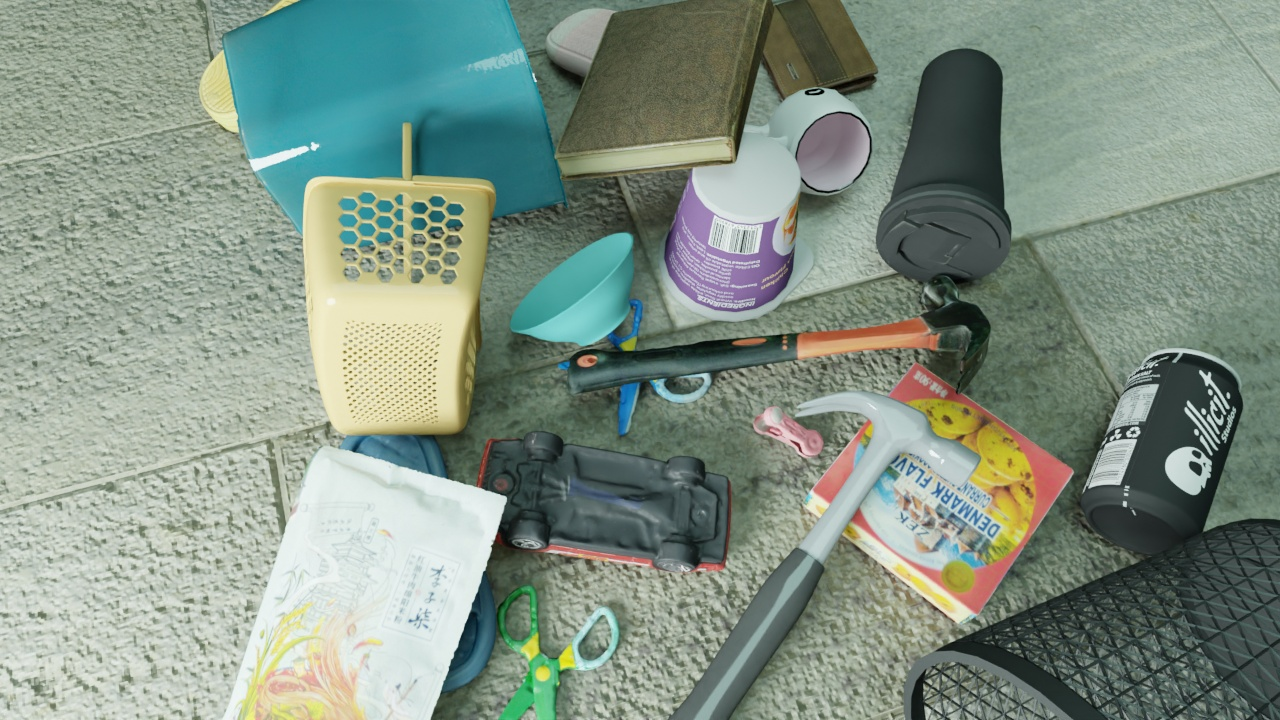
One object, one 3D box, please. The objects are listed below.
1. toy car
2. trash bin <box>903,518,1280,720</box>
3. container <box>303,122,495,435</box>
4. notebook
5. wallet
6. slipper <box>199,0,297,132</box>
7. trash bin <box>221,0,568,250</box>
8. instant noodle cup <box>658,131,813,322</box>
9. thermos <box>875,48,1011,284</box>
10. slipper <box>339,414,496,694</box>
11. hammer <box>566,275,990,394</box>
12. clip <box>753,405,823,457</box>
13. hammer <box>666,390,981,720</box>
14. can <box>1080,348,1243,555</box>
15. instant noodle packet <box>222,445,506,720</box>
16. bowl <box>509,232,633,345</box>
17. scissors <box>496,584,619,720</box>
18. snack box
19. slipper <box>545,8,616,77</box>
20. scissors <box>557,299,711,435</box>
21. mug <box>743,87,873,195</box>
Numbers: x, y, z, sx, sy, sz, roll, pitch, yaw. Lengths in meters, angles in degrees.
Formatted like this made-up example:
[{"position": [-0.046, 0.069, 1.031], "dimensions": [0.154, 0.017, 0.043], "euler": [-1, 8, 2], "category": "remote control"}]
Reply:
[{"position": [-0.026, 0.106, 0.672], "dimensions": [0.189, 0.056, 0.081], "euler": [9, 64, -5], "category": "toy car"}, {"position": [0.328, 0.220, 0.552], "dimensions": [0.242, 0.217, 0.217], "euler": [-23, 66, -20], "category": "trash bin"}, {"position": [-0.175, -0.055, 0.664], "dimensions": [0.129, 0.184, 0.166], "euler": [1, 53, -13], "category": "container"}, {"position": [0.043, -0.231, 0.742], "dimensions": [0.190, 0.034, 0.214], "euler": [-2, 49, 21], "category": "notebook"}, {"position": [0.166, -0.308, 0.903], "dimensions": [0.098, 0.027, 0.121], "euler": [-16, 66, -7], "category": "wallet"}, {"position": [-0.284, -0.297, 0.854], "dimensions": [0.263, 0.078, 0.099], "euler": [-35, 69, 0], "category": "slipper"}, {"position": [-0.197, -0.207, 0.754], "dimensions": [0.218, 0.199, 0.196], "euler": [-19, 65, -4], "category": "trash bin"}, {"position": [0.086, -0.115, 0.748], "dimensions": [0.137, 0.122, 0.121], "euler": [-2, 64, -4], "category": "instant noodle cup"}, {"position": [0.272, -0.174, 0.802], "dimensions": [0.106, 0.106, 0.218], "euler": [15, 59, 5], "category": "thermos"}, {"position": [-0.171, 0.132, 0.652], "dimensions": [0.103, 0.059, 0.213], "euler": [-18, 64, -8], "category": "slipper"}, {"position": [0.107, -0.008, 0.722], "dimensions": [0.333, 0.033, 0.133], "euler": [-6, 33, -1], "category": "hammer"}, {"position": [0.113, 0.057, 0.723], "dimensions": [0.058, 0.050, 0.023], "euler": [41, 64, -29], "category": "clip"}, {"position": [0.102, 0.154, 0.639], "dimensions": [0.125, 0.029, 0.310], "euler": [34, 79, 15], "category": "hammer"}, {"position": [0.394, 0.068, 0.692], "dimensions": [0.080, 0.080, 0.145], "euler": [29, 66, 12], "category": "can"}, {"position": [-0.195, 0.197, 0.589], "dimensions": [0.147, 0.057, 0.268], "euler": [14, 77, 12], "category": "instant noodle packet"}, {"position": [-0.043, -0.047, 0.738], "dimensions": [0.121, 0.121, 0.046], "euler": [-47, 114, -21], "category": "bowl"}, {"position": [-0.059, 0.218, 0.639], "dimensions": [0.116, 0.012, 0.129], "euler": [-7, 63, -6], "category": "scissors"}, {"position": [0.224, 0.097, 0.693], "dimensions": [0.142, 0.040, 0.144], "euler": [37, 68, 16], "category": "snack box"}, {"position": [0.004, -0.271, 0.861], "dimensions": [0.221, 0.056, 0.106], "euler": [35, 66, 26], "category": "slipper"}, {"position": [-0.003, 0.005, 0.748], "dimensions": [0.130, 0.013, 0.125], "euler": [8, 62, 4], "category": "scissors"}, {"position": [0.138, -0.194, 0.804], "dimensions": [0.123, 0.090, 0.076], "euler": [3, 27, -18], "category": "mug"}]
